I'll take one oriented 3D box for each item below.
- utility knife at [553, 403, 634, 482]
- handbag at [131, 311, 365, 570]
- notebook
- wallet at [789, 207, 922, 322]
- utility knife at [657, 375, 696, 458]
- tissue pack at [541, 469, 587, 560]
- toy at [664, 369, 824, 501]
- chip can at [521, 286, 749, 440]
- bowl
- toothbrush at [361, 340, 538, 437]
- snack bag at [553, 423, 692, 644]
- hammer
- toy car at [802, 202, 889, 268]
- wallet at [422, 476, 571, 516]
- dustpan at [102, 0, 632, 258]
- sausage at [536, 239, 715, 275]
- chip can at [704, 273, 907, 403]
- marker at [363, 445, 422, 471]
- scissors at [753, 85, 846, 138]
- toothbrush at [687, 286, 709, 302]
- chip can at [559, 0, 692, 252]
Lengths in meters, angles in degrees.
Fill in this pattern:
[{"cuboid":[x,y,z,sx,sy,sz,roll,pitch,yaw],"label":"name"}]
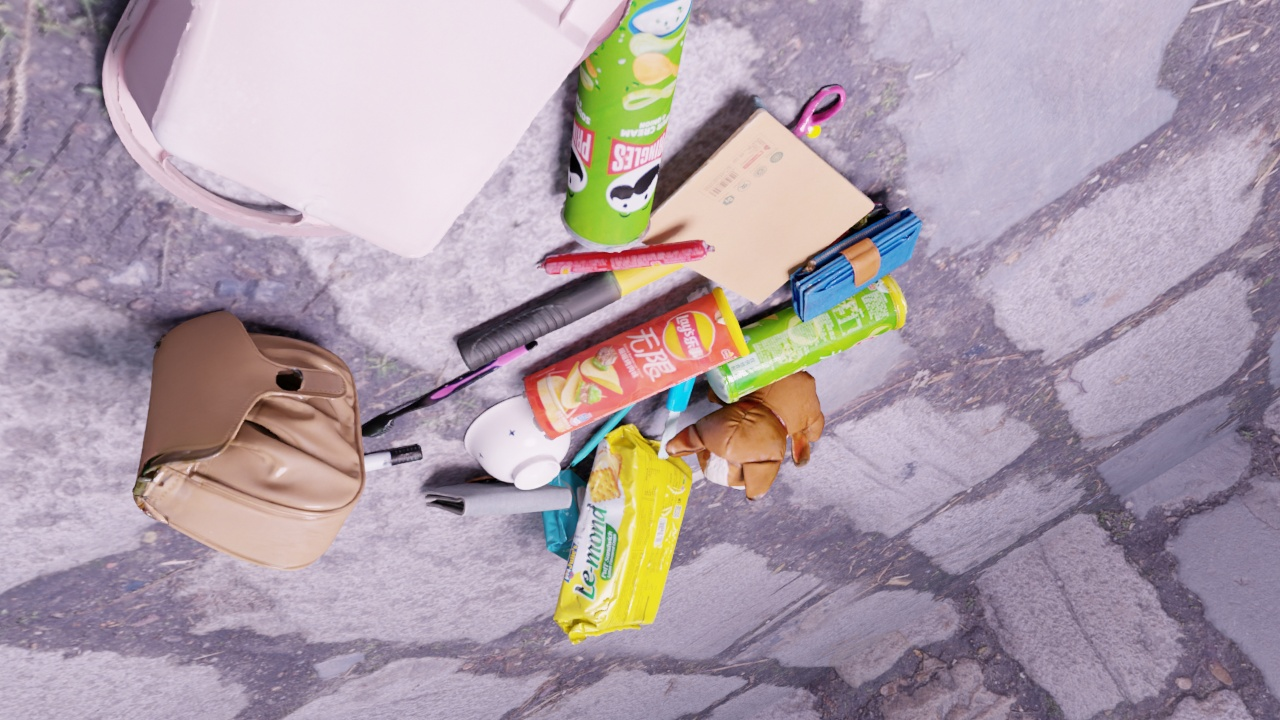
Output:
[{"cuboid":[-0.032,0.065,0.977,0.176,0.013,0.029,-47,178,-10],"label":"utility knife"},{"cuboid":[-0.273,0.046,0.658,0.147,0.204,0.100,19,116,-33],"label":"handbag"},{"cuboid":[0.104,-0.124,0.801,0.148,0.008,0.207,-41,146,22],"label":"notebook"},{"cuboid":[0.211,-0.091,0.901,0.133,0.040,0.106,-32,162,0],"label":"wallet"},{"cuboid":[0.045,0.028,0.983,0.034,0.018,0.219,-18,137,-34],"label":"utility knife"},{"cuboid":[-0.075,0.193,1.103,0.050,0.093,0.133,-20,149,14],"label":"tissue pack"},{"cuboid":[0.123,0.082,1.027,0.199,0.140,0.131,-39,141,-53],"label":"toy"},{"cuboid":[-0.005,0.005,0.888,0.217,0.073,0.073,-25,148,8],"label":"chip can"},{"cuboid":[-0.119,0.095,0.961,0.118,0.064,0.118,-18,147,-12],"label":"bowl"},{"cuboid":[-0.180,0.028,0.870,0.189,0.014,0.018,-28,158,1],"label":"toothbrush"},{"cuboid":[-0.011,0.202,1.066,0.158,0.068,0.246,23,80,-61],"label":"snack bag"},{"cuboid":[-0.024,-0.069,0.825,0.300,0.032,0.129,-26,148,-2],"label":"hammer"},{"cuboid":[0.199,-0.120,0.909,0.106,0.031,0.049,-40,157,26],"label":"toy car"},{"cuboid":[-0.156,0.144,0.994,0.129,0.037,0.107,1,180,-38],"label":"wallet"},{"cuboid":[-0.178,-0.179,0.534,0.222,0.139,0.273,27,102,-41],"label":"dustpan"},{"cuboid":[-0.014,-0.085,0.765,0.156,0.020,0.020,-4,153,18],"label":"sausage"},{"cuboid":[0.173,-0.026,0.990,0.221,0.072,0.073,-23,148,-6],"label":"chip can"},{"cuboid":[-0.280,0.104,0.902,0.130,0.018,0.023,-10,154,-25],"label":"marker"},{"cuboid":[0.124,-0.178,0.779,0.133,0.017,0.134,-36,138,-1],"label":"scissors"},{"cuboid":[-0.006,-0.021,0.926,0.180,0.016,0.016,-33,131,14],"label":"toothbrush"},{"cuboid":[-0.011,-0.184,0.635,0.072,0.072,0.237,-13,145,-20],"label":"chip can"}]
